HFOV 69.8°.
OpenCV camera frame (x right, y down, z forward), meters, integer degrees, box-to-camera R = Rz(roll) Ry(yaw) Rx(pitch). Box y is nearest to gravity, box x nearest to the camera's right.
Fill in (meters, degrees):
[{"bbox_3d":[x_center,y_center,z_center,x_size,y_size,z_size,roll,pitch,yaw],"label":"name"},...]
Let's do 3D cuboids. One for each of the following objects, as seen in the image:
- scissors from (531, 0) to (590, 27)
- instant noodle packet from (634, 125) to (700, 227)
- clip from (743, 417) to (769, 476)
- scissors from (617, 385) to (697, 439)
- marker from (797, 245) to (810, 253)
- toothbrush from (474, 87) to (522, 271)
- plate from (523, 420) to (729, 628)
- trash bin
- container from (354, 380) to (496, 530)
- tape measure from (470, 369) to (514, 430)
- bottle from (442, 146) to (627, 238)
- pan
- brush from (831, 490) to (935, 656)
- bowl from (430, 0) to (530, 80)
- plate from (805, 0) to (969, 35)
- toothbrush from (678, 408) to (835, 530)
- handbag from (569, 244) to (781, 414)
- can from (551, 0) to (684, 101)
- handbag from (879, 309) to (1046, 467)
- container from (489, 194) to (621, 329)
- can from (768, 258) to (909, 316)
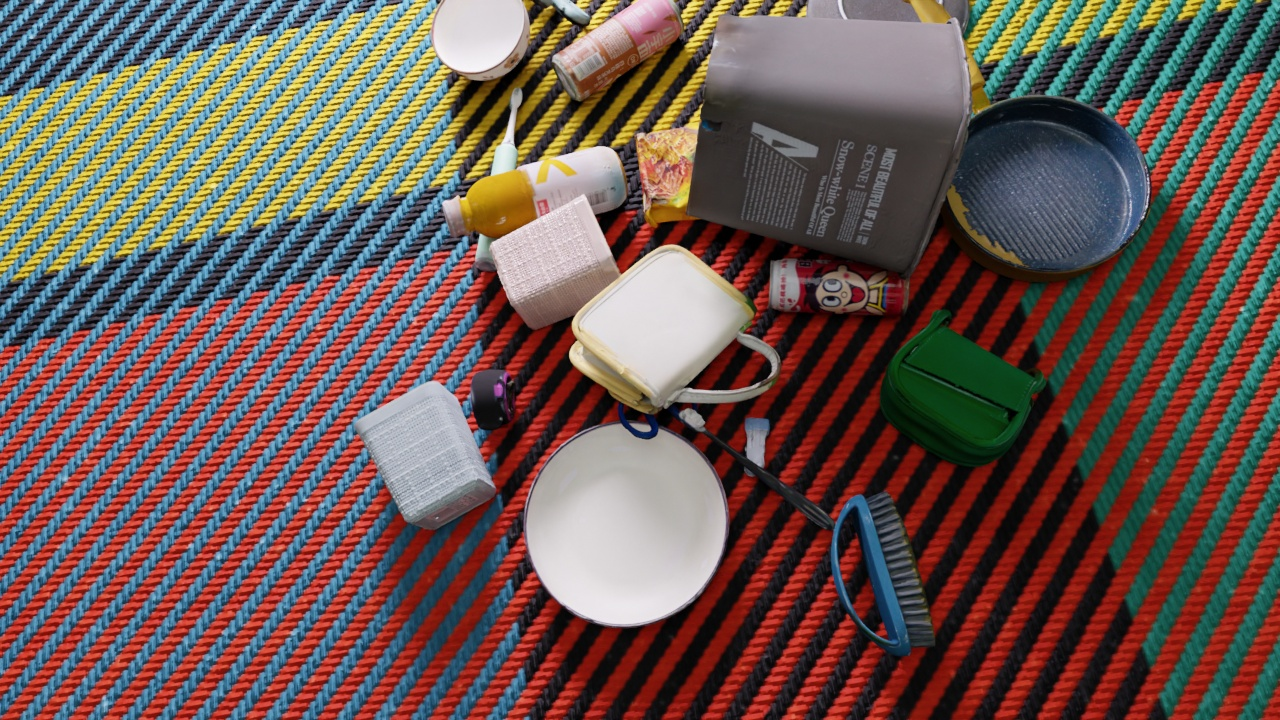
[{"bbox_3d":[-0.116,-0.431,1.067,0.019,0.143,0.180,-58,37,21],"label":"scissors"},{"bbox_3d":[0.062,-0.201,0.974,0.128,0.044,0.110,-7,75,4],"label":"instant noodle packet"},{"bbox_3d":[0.111,0.082,0.884,0.025,0.032,0.057,7,69,6],"label":"clip"},{"bbox_3d":[-0.018,0.012,0.903,0.173,0.012,0.132,26,53,18],"label":"scissors"},{"bbox_3d":[0.193,-0.178,0.963,0.017,0.017,0.145,18,75,13],"label":"marker"},{"bbox_3d":[-0.152,-0.204,1.010,0.026,0.027,0.224,15,70,-26],"label":"toothbrush"},{"bbox_3d":[-0.013,0.153,0.864,0.192,0.039,0.192,-2,71,7],"label":"plate"},{"bbox_3d":[0.164,-0.209,0.847,0.220,0.199,0.198,9,46,2],"label":"trash bin"},{"bbox_3d":[-0.201,0.095,0.884,0.090,0.090,0.111,-30,73,-3],"label":"container"},{"bbox_3d":[-0.144,0.038,0.911,0.039,0.057,0.058,-5,94,4],"label":"tape measure"},{"bbox_3d":[-0.110,-0.170,0.955,0.189,0.068,0.068,-17,70,-11],"label":"bottle"},{"bbox_3d":[0.362,-0.243,0.930,0.197,0.078,0.357,-28,70,-3],"label":"pan"},{"bbox_3d":[0.209,0.191,0.815,0.073,0.055,0.143,-14,71,2],"label":"brush"},{"bbox_3d":[-0.174,-0.368,1.044,0.113,0.062,0.113,-2,84,15],"label":"bowl"},{"bbox_3d":[0.277,-0.399,1.023,0.179,0.024,0.179,-2,71,6],"label":"plate"},{"bbox_3d":[0.110,0.102,0.856,0.181,0.018,0.015,37,63,-1],"label":"toothbrush"},{"bbox_3d":[0.041,-0.011,0.879,0.179,0.063,0.163,37,58,18],"label":"handbag"},{"bbox_3d":[-0.025,-0.352,1.027,0.147,0.058,0.058,-35,71,-5],"label":"can"},{"bbox_3d":[0.299,0.027,0.858,0.131,0.068,0.120,36,72,18],"label":"handbag"},{"bbox_3d":[-0.083,-0.095,0.933,0.111,0.090,0.090,-24,70,1],"label":"container"},{"bbox_3d":[0.194,-0.073,0.907,0.133,0.053,0.053,3,72,8],"label":"can"}]
